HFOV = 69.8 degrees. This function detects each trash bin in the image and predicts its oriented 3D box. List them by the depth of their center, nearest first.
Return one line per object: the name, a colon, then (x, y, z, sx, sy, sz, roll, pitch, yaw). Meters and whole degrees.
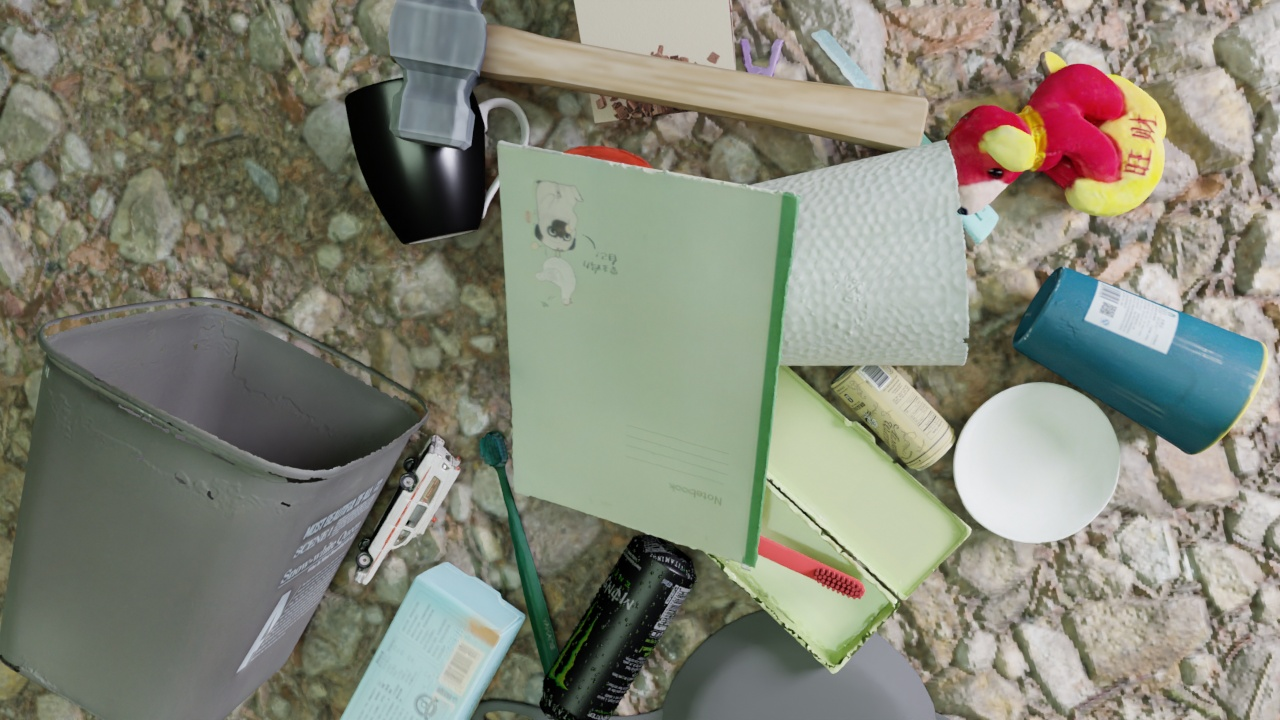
trash bin: (0.109, -0.056, 0.564, 0.161, 0.133, 0.133, -5, 93, 14)
trash bin: (-0.290, 0.103, 0.609, 0.197, 0.197, 0.220, 27, 103, 5)

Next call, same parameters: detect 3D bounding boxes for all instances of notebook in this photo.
notebook: (-0.003, 0.003, 0.561, 0.182, 0.010, 0.253, 14, 122, 20)

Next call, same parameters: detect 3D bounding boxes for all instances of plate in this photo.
plate: (0.252, 0.064, 0.595, 0.104, 0.026, 0.104, 0, 96, 2)

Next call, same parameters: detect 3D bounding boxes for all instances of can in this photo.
can: (0.166, 0.032, 0.602, 0.038, 0.038, 0.079, -45, 87, 9)
can: (-0.015, 0.186, 0.626, 0.054, 0.054, 0.137, 32, 90, 5)

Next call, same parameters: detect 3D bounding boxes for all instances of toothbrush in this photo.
toothbrush: (0.047, 0.108, 0.606, 0.212, 0.018, 0.012, 23, 93, 13)
toothbrush: (-0.084, 0.143, 0.656, 0.016, 0.017, 0.189, -16, 88, 12)

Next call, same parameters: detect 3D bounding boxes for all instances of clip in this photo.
clip: (0.077, -0.195, 0.615, 0.046, 0.014, 0.050, 31, 96, 6)

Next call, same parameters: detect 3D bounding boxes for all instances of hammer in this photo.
hammer: (0.013, -0.168, 0.554, 0.323, 0.051, 0.117, 9, 98, -5)

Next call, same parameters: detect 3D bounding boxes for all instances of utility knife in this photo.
utility knife: (0.172, -0.150, 0.604, 0.022, 0.015, 0.177, -39, 84, 4)

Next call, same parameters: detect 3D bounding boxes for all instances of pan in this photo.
pan: (0.048, 0.268, 0.645, 0.355, 0.024, 0.216, 2, 94, 9)

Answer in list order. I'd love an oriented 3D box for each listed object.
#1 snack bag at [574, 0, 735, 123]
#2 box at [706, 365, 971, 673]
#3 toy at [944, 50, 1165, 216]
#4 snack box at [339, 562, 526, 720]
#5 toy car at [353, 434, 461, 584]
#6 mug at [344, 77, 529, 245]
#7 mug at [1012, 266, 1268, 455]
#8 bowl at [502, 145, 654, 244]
snack bag: (0.007, -0.263, 0.591, 0.094, 0.069, 0.206, -5, 93, 9)
box: (0.104, 0.096, 0.614, 0.187, 0.024, 0.137, 41, 100, 11)
toy: (0.257, -0.139, 0.566, 0.137, 0.067, 0.105, -5, 84, -1)
snack box: (-0.158, 0.238, 0.658, 0.075, 0.053, 0.175, 30, 97, 12)
toy car: (-0.168, 0.111, 0.663, 0.039, 0.039, 0.113, 28, 99, -16)
mug: (-0.130, -0.136, 0.623, 0.118, 0.085, 0.100, -14, 98, -20)
mug: (0.300, -0.005, 0.563, 0.121, 0.078, 0.078, 29, 98, 10)
bowl: (-0.036, -0.083, 0.623, 0.130, 0.045, 0.130, 1, 94, 9)
